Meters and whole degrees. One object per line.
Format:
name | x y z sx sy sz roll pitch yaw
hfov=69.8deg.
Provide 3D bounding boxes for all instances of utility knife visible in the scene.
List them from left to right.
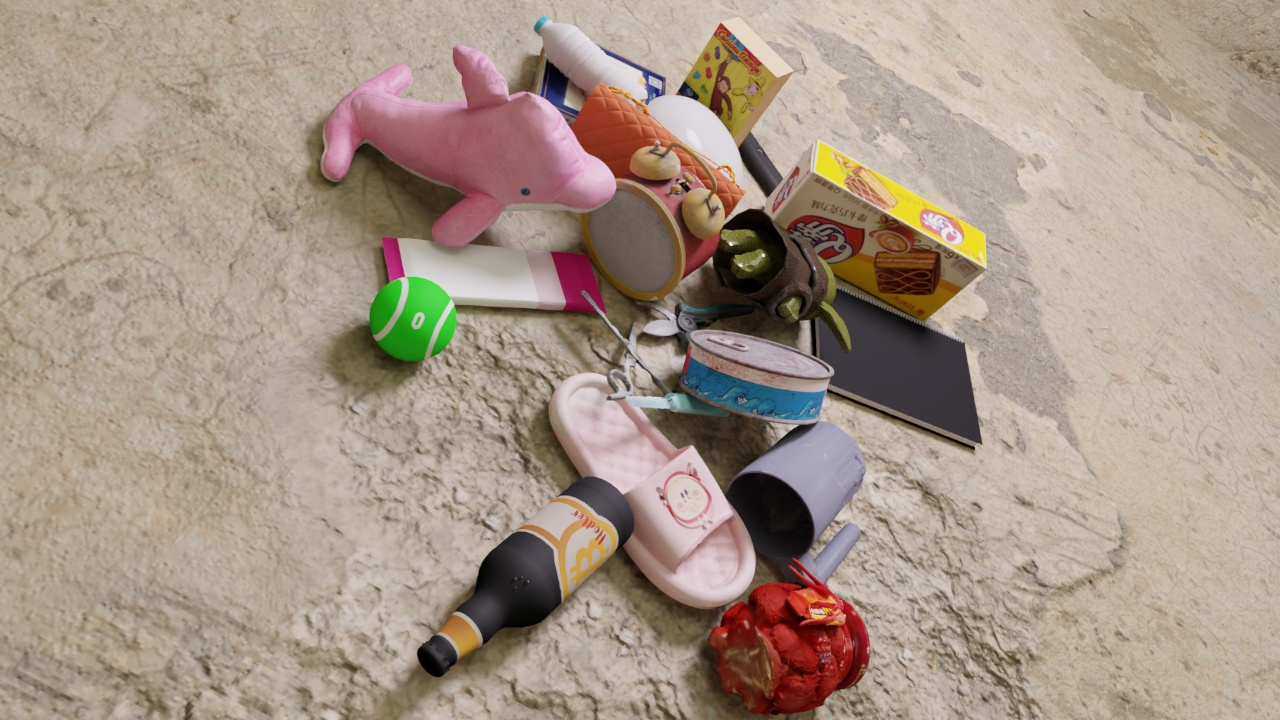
utility knife | 0.037 0.036 0.780 0.165 0.015 0.022 8 54 -57

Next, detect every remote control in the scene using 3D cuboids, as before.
remote control | 0.141 -0.241 1.098 0.033 0.015 0.146 -14 65 -38

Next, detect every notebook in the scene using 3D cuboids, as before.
notebook | 0.277 0.001 0.998 0.206 0.016 0.148 21 49 -17

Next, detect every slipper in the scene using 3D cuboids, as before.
slipper | 0.012 0.095 0.732 0.106 0.056 0.221 -26 70 -43

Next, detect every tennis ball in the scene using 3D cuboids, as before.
tennis ball | -0.175 -0.032 0.706 0.065 0.066 0.065 17 50 -21

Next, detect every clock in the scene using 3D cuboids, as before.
clock | 0.022 -0.135 0.842 0.117 0.159 0.081 47 51 7

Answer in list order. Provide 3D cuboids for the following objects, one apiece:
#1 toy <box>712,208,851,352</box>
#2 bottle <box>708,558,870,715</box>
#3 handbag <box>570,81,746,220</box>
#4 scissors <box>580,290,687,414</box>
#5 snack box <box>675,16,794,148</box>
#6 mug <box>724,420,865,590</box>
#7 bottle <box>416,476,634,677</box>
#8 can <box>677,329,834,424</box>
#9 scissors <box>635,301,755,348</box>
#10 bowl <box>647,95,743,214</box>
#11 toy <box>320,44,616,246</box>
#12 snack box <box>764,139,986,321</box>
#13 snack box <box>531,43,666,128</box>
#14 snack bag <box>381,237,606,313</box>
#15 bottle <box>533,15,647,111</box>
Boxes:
toy | 0.136 -0.088 0.917 0.152 0.078 0.179 23 36 -47
bottle | 0.111 0.207 0.681 0.111 0.099 0.098 6 54 -34
handbag | 0.009 -0.184 0.907 0.172 0.109 0.060 37 46 -2
scissors | -0.007 0.003 0.782 0.141 0.014 0.174 45 20 -13
snack box | 0.100 -0.308 1.046 0.088 0.126 0.040 47 46 8
mug | 0.142 0.125 0.783 0.103 0.084 0.124 -33 101 -45
bottle | -0.079 0.150 0.631 0.059 0.059 0.181 47 46 7
can | 0.101 0.013 0.808 0.130 0.044 0.130 13 13 -3
scissors | 0.070 -0.032 0.892 0.155 0.019 0.124 35 45 -5
bowl | 0.070 -0.228 0.990 0.149 0.043 0.149 32 43 -37
toy | -0.146 -0.201 0.785 0.266 0.128 0.186 16 56 9
snack box | 0.260 -0.141 1.029 0.230 0.110 0.061 26 50 -13
snack box | -0.045 -0.280 0.993 0.145 0.043 0.144 20 49 -18
snack bag | -0.124 -0.072 0.803 0.196 0.016 0.070 1 54 -32
bottle | -0.054 -0.301 0.940 0.136 0.044 0.044 43 45 2
